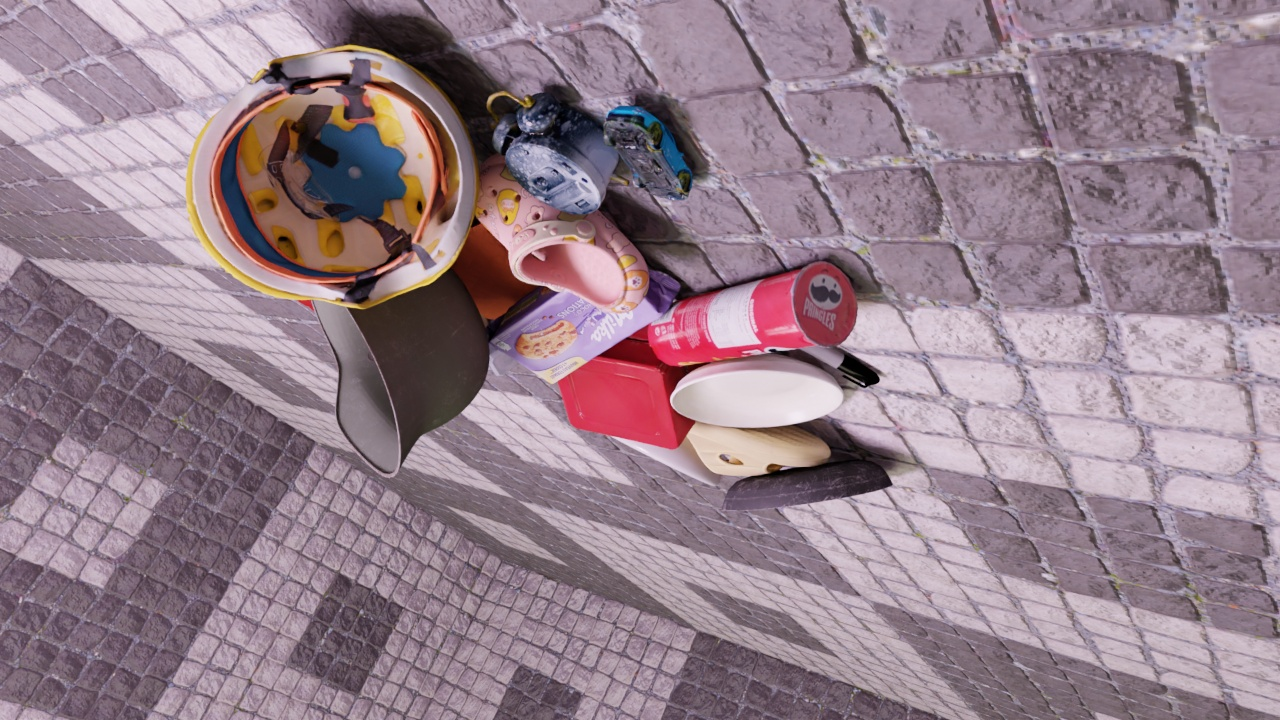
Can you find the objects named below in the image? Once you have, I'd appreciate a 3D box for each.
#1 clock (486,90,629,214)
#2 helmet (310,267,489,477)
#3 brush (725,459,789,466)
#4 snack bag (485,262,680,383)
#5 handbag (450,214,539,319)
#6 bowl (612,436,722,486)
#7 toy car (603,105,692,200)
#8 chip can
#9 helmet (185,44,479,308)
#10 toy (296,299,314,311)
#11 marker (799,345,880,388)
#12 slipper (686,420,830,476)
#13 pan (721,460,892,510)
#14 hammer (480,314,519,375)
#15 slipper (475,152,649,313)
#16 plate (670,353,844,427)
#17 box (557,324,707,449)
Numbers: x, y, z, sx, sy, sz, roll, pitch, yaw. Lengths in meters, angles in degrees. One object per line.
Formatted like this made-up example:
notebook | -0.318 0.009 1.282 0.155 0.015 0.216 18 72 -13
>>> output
clock | -0.074 -0.174 0.761 0.129 0.052 0.090 35 158 -25
helmet | -0.250 -0.029 0.959 0.268 0.153 0.228 44 143 28
brush | 0.162 0.126 1.224 0.041 0.030 0.173 31 157 -15
snack bag | -0.063 -0.054 0.953 0.206 0.058 0.096 -30 126 34
handbag | -0.160 -0.110 0.997 0.109 0.060 0.172 12 154 33
bowl | 0.038 0.102 1.236 0.176 0.066 0.176 26 177 1
toy car | 0.008 -0.163 0.718 0.048 0.032 0.105 12 161 31
chip can | 0.094 -0.037 0.863 0.073 0.073 0.233 36 158 -24
helmet | -0.253 -0.160 0.805 0.240 0.139 0.209 -14 108 6
toy | -0.340 -0.119 1.104 0.198 0.120 0.158 -6 102 37
marker | 0.175 -0.008 0.905 0.138 0.022 0.016 27 172 -4
slipper | 0.097 0.098 1.117 0.262 0.079 0.111 20 -167 26
pan | 0.193 0.156 1.182 0.207 0.040 0.357 -9 176 -5
hammer | -0.228 -0.108 1.076 0.117 0.051 0.323 45 166 35
slipper | -0.083 -0.108 0.829 0.197 0.081 0.093 38 134 7
plate | 0.123 0.029 0.978 0.182 0.034 0.182 1 159 0
box | -0.016 0.020 1.062 0.157 0.122 0.136 13 151 32
